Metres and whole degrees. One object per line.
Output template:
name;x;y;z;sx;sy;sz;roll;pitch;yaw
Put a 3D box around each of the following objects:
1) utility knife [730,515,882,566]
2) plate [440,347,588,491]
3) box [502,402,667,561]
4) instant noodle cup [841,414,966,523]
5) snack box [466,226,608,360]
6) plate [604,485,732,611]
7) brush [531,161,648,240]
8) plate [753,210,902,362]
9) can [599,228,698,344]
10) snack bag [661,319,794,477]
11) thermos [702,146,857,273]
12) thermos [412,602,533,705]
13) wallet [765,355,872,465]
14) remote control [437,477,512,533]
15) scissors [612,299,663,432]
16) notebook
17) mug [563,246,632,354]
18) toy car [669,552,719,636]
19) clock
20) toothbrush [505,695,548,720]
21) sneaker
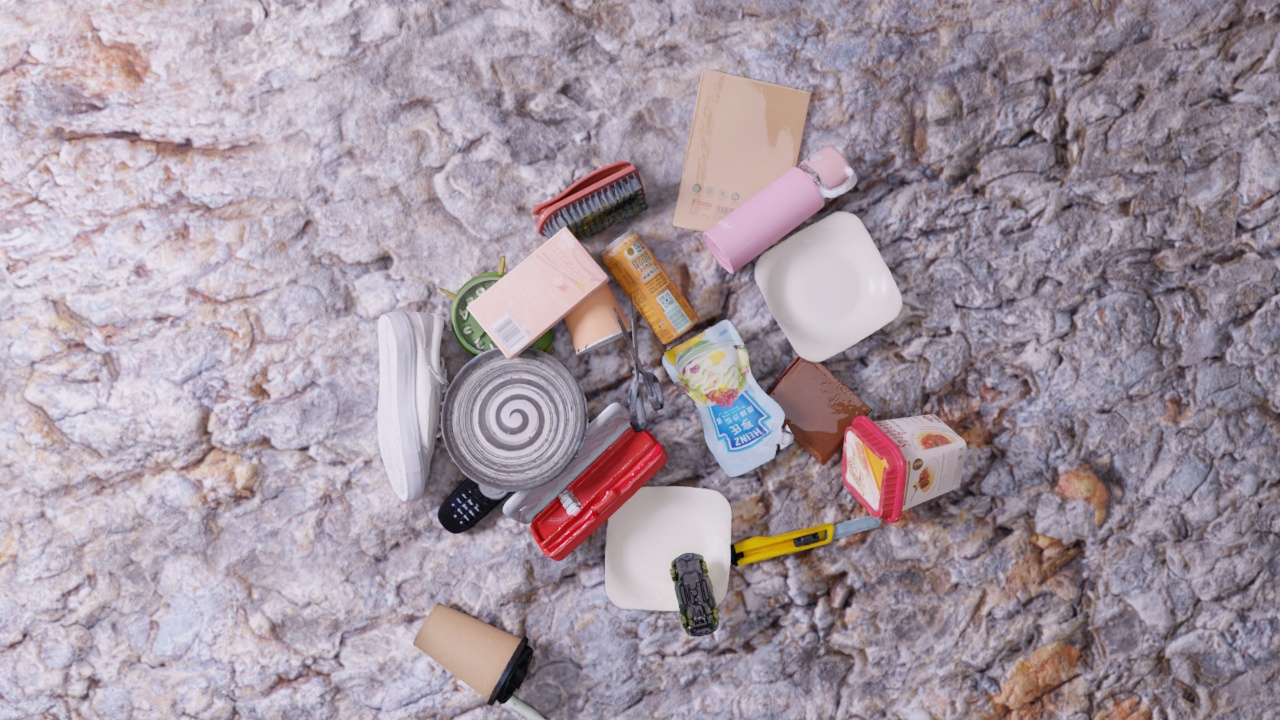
utility knife;0.218;0.234;1.216;0.223;0.015;0.033;-14;95;-3
plate;-0.152;0.071;1.124;0.179;0.024;0.179;0;83;0
box;-0.076;0.144;1.151;0.201;0.095;0.100;-43;130;-2
instant noodle cup;0.336;0.128;1.169;0.124;0.116;0.117;-13;122;-15
snack box;-0.124;-0.081;1.114;0.157;0.026;0.084;-39;83;-2
plate;0.036;0.243;1.195;0.164;0.034;0.163;3;92;-4
brush;-0.066;-0.199;1.165;0.146;0.063;0.069;-27;63;-1
plate;0.241;-0.094;1.195;0.164;0.034;0.163;-29;92;-4
can;0.011;-0.093;1.171;0.058;0.058;0.146;-36;94;-2
snack bag;0.114;0.051;1.184;0.110;0.038;0.191;-29;92;12
thermos;0.180;-0.189;1.158;0.198;0.087;0.067;-35;126;-1
thermos;-0.210;0.368;1.162;0.143;0.093;0.093;28;90;4
wallet;0.227;0.063;1.205;0.124;0.032;0.101;41;92;-3
remote control;-0.202;0.167;1.183;0.136;0.024;0.053;-41;92;-3
scissors;-0.005;0.008;1.136;0.014;0.181;0.159;-10;49;20
notebook;0.132;-0.263;1.198;0.148;0.008;0.207;11;91;-4
mug;-0.070;-0.077;1.161;0.078;0.078;0.122;-25;88;-3
toy car;0.068;0.297;1.167;0.048;0.032;0.105;-13;82;-3
clock;-0.176;-0.040;1.162;0.116;0.056;0.161;-27;94;-2
toothbrush;-0.155;0.457;1.199;0.189;0.029;0.020;36;47;-3
sneaker;-0.274;0.056;1.151;0.090;0.090;0.242;-8;106;-35
